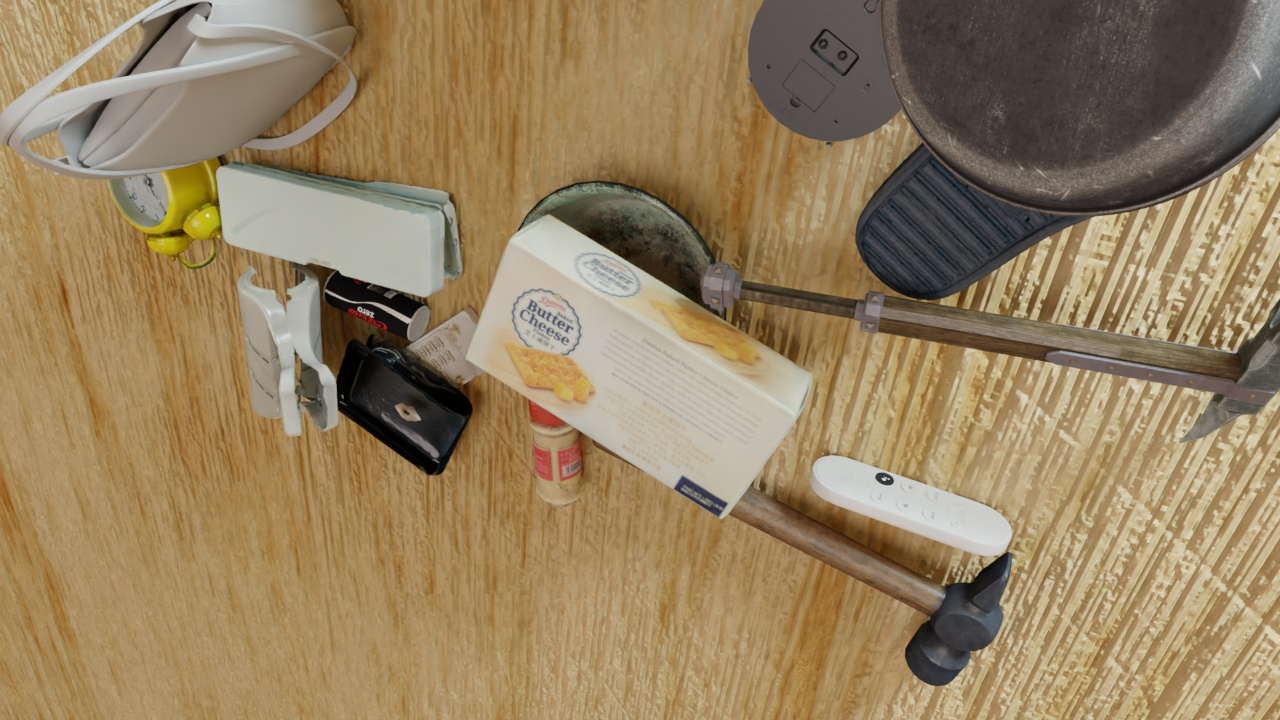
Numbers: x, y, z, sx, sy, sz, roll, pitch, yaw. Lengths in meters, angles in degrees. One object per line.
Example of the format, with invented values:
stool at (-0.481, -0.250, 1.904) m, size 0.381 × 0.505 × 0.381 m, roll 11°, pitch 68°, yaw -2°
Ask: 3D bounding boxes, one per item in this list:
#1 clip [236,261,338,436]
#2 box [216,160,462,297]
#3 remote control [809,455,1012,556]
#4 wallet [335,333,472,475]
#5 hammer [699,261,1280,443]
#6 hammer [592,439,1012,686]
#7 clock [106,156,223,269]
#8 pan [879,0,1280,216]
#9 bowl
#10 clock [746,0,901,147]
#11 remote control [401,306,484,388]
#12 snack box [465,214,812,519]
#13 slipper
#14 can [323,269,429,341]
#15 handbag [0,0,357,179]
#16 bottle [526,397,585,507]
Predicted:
clip at (-0.288, -0.001, 0.727) m, size 0.096 × 0.152 × 0.126 m, roll -2°, pitch 126°, yaw -14°
box at (-0.233, -0.105, 0.699) m, size 0.199 × 0.066 × 0.083 m, roll 14°, pitch 142°, yaw 19°
remote control at (0.183, 0.098, 0.627) m, size 0.136 × 0.043 × 0.013 m, roll 18°, pitch 124°, yaw 14°
wallet at (-0.198, 0.037, 0.762) m, size 0.115 × 0.026 × 0.089 m, roll 36°, pitch 129°, yaw 2°
hammer at (0.188, -0.016, 0.530) m, size 0.317 × 0.028 × 0.147 m, roll 12°, pitch 150°, yaw 15°
hammer at (0.107, 0.120, 0.676) m, size 0.322 × 0.040 × 0.130 m, roll 26°, pitch 132°, yaw 12°
clock at (-0.375, -0.132, 0.740) m, size 0.083 × 0.057 × 0.119 m, roll -14°, pitch 105°, yaw 30°
pan at (0.190, -0.224, 0.339) m, size 0.187 × 0.055 × 0.358 m, roll 30°, pitch 128°, yaw 34°
bowl at (-0.011, -0.052, 0.631) m, size 0.157 × 0.038 × 0.158 m, roll 11°, pitch 122°, yaw 19°
clock at (0.116, -0.180, 0.501) m, size 0.094 × 0.035 × 0.123 m, roll 39°, pitch 126°, yaw -1°
remote control at (-0.171, 0.005, 0.756) m, size 0.136 × 0.011 × 0.050 m, roll -27°, pitch 104°, yaw 34°
snack box at (-0.004, 0.004, 0.599) m, size 0.208 × 0.057 × 0.104 m, roll 31°, pitch 126°, yaw 5°
slipper at (0.214, -0.122, 0.469) m, size 0.101 × 0.082 × 0.264 m, roll 46°, pitch 146°, yaw -2°
can at (-0.211, -0.045, 0.732) m, size 0.080 × 0.031 × 0.032 m, roll 24°, pitch 125°, yaw 11°
handbag at (-0.303, -0.163, 0.588) m, size 0.216 × 0.222 × 0.095 m, roll -26°, pitch 104°, yaw 34°
bottle at (-0.066, 0.063, 0.722) m, size 0.044 × 0.044 × 0.109 m, roll 10°, pitch 123°, yaw 19°
